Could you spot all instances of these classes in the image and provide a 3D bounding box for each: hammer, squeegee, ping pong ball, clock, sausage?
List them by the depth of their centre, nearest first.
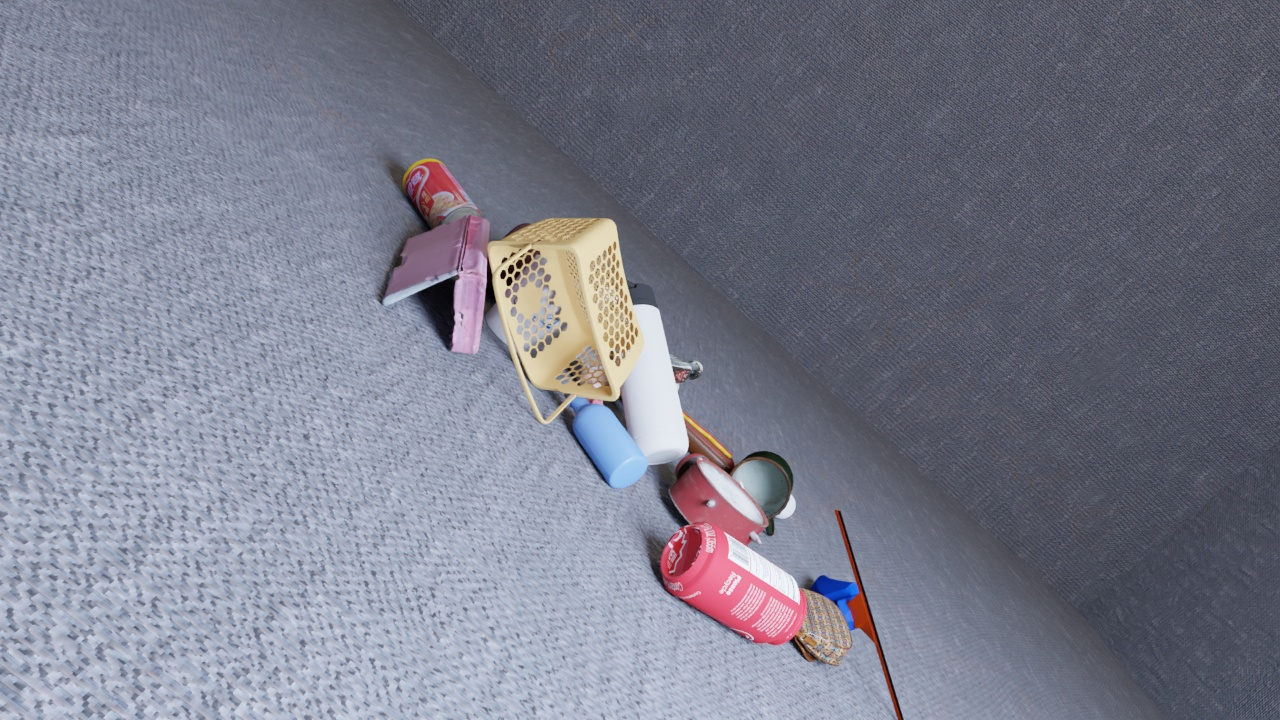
[{"bbox_3d":[0.082,0.163,1.061,0.110,0.062,0.156,38,11,-16],"label":"clock"},{"bbox_3d":[0.238,0.289,1.101,0.185,0.055,0.249,-173,-114,-88],"label":"squeegee"},{"bbox_3d":[0.070,0.103,1.281,0.155,0.040,0.040,43,13,4],"label":"sausage"},{"bbox_3d":[0.205,0.209,1.333,0.040,0.040,0.040,40,13,-11],"label":"ping pong ball"},{"bbox_3d":[-0.056,-0.067,1.388,0.326,0.036,0.140,40,22,30],"label":"hammer"}]

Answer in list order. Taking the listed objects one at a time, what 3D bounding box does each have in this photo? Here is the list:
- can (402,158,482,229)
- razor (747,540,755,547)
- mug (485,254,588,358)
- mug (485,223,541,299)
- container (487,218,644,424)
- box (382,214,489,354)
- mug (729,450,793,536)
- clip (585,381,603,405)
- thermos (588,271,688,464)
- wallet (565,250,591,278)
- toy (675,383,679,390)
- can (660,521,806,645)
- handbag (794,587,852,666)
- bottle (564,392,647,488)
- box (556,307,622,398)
[{"bbox_3d":[-0.269,-0.214,1.245,0.066,0.067,0.124,24,22,-54],"label":"can"},{"bbox_3d":[0.124,0.220,1.101,0.140,0.018,0.044,-46,125,-76],"label":"razor"},{"bbox_3d":[-0.111,-0.052,1.111,0.119,0.096,0.083,41,13,-5],"label":"mug"},{"bbox_3d":[-0.166,-0.125,1.183,0.088,0.114,0.087,19,10,-4],"label":"mug"},{"bbox_3d":[-0.089,-0.046,0.972,0.166,0.129,0.183,-47,133,-44],"label":"container"},{"bbox_3d":[-0.224,-0.095,1.011,0.107,0.099,0.232,5,24,-10],"label":"box"},{"bbox_3d":[0.168,0.181,1.251,0.081,0.085,0.111,-10,88,-76],"label":"mug"},{"bbox_3d":[-0.054,0.046,1.108,0.023,0.044,0.060,32,2,-27],"label":"clip"},{"bbox_3d":[-0.007,0.007,1.108,0.101,0.069,0.229,13,57,-44],"label":"thermos"},{"bbox_3d":[-0.140,-0.132,1.293,0.121,0.099,0.027,30,25,-46],"label":"wallet"},{"bbox_3d":[0.022,0.019,1.393,0.087,0.050,0.112,40,27,10],"label":"toy"},{"bbox_3d":[0.089,0.215,0.879,0.142,0.074,0.074,36,14,-26],"label":"can"},{"bbox_3d":[0.138,0.263,0.996,0.195,0.043,0.093,31,18,-10],"label":"handbag"},{"bbox_3d":[-0.045,0.077,0.995,0.048,0.048,0.131,26,21,-52],"label":"bottle"},{"bbox_3d":[-0.079,-0.020,1.247,0.114,0.096,0.217,-3,37,-32],"label":"box"}]
